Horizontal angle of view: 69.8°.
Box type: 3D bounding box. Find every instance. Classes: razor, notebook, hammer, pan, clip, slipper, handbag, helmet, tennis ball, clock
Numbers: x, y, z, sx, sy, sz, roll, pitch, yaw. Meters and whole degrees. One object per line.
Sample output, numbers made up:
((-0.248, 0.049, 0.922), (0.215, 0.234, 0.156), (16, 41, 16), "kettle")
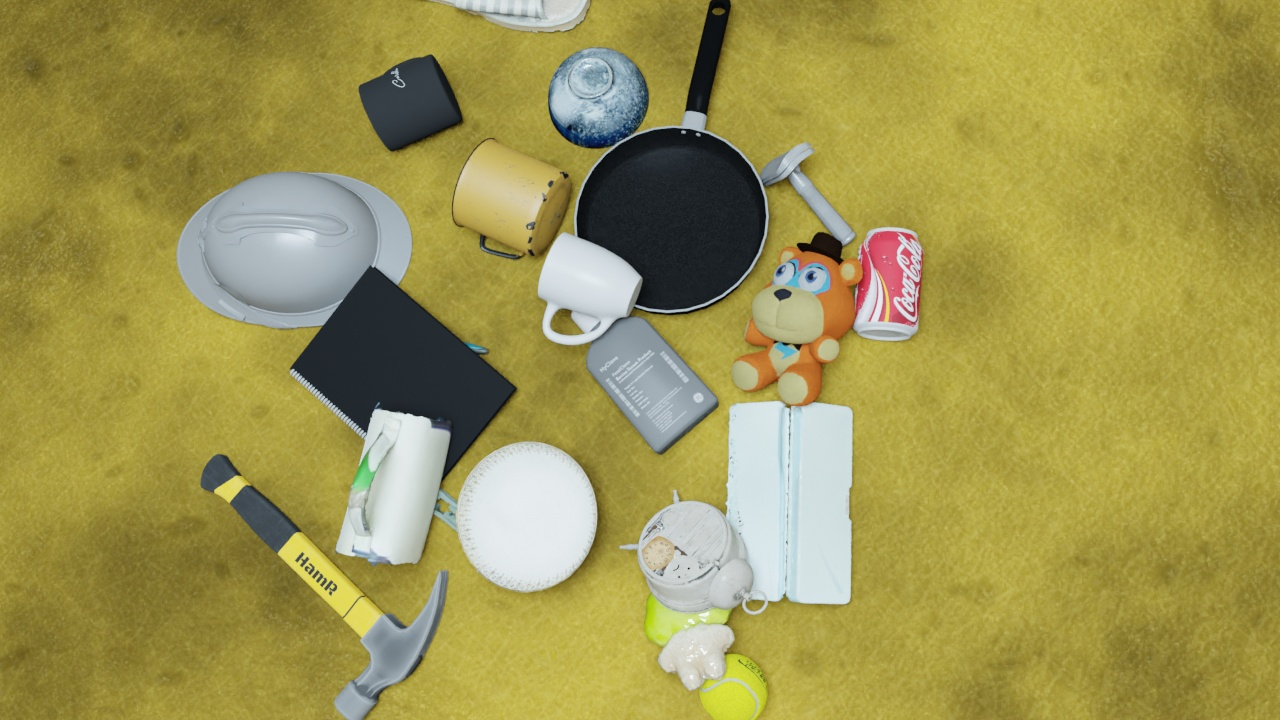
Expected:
((0.182, -0.168, 0.958), (0.047, 0.088, 0.116), (-42, 97, -2), "razor")
((-0.256, 0.021, 0.981), (0.206, 0.016, 0.149), (40, 95, 7), "notebook")
((-0.348, 0.210, 0.973), (0.324, 0.034, 0.169), (39, 86, 13), "hammer")
((0.050, -0.220, 0.988), (0.204, 0.044, 0.355), (12, 82, 9), "pan")
((-0.191, 0.165, 0.964), (0.076, 0.023, 0.042), (32, 87, 13), "clip")
((-0.188, -0.448, 1.055), (0.273, 0.054, 0.114), (17, 78, 10), "slipper")
((-0.249, 0.117, 0.876), (0.074, 0.176, 0.151), (12, 84, 4), "handbag")
((-0.394, -0.135, 0.989), (0.271, 0.118, 0.183), (-1, 80, 3), "helmet")
((0.089, 0.317, 0.881), (0.065, 0.065, 0.065), (-1, 80, 7), "tennis ball")
((0.059, 0.191, 0.874), (0.103, 0.061, 0.157), (-44, 44, -17), "clock")

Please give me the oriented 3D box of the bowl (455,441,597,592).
((-0.109, 0.158, 0.934), (0.145, 0.063, 0.145), (-1, 81, 7), "bowl")

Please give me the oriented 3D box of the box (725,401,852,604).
((0.149, 0.141, 0.920), (0.126, 0.074, 0.197), (-2, 78, 25), "box")

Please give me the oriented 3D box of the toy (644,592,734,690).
((0.051, 0.261, 0.888), (0.092, 0.043, 0.117), (-21, 42, 2), "toy")

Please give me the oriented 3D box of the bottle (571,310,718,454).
((-0.006, 0.006, 0.956), (0.083, 0.046, 0.174), (-41, 78, -1), "bottle")

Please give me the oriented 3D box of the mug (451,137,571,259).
((-0.137, -0.162, 0.981), (0.094, 0.100, 0.124), (24, 125, 8), "mug")

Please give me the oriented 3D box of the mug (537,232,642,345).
((-0.054, -0.063, 0.925), (0.089, 0.071, 0.107), (22, 96, 7), "mug")

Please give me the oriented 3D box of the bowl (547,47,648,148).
((-0.051, -0.297, 1.006), (0.114, 0.061, 0.114), (-1, 80, 8), "bowl")

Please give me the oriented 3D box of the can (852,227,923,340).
((0.251, -0.077, 0.929), (0.064, 0.064, 0.104), (6, 81, 8), "can")

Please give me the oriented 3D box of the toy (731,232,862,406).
((0.161, -0.042, 0.921), (0.112, 0.096, 0.176), (16, 76, 43), "toy")

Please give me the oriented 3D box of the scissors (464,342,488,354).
((-0.233, -0.002, 0.999), (0.124, 0.019, 0.155), (-33, 79, 0), "scissors")

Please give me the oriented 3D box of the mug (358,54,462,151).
((-0.259, -0.299, 1.030), (0.088, 0.078, 0.113), (-23, 53, 2), "mug")
